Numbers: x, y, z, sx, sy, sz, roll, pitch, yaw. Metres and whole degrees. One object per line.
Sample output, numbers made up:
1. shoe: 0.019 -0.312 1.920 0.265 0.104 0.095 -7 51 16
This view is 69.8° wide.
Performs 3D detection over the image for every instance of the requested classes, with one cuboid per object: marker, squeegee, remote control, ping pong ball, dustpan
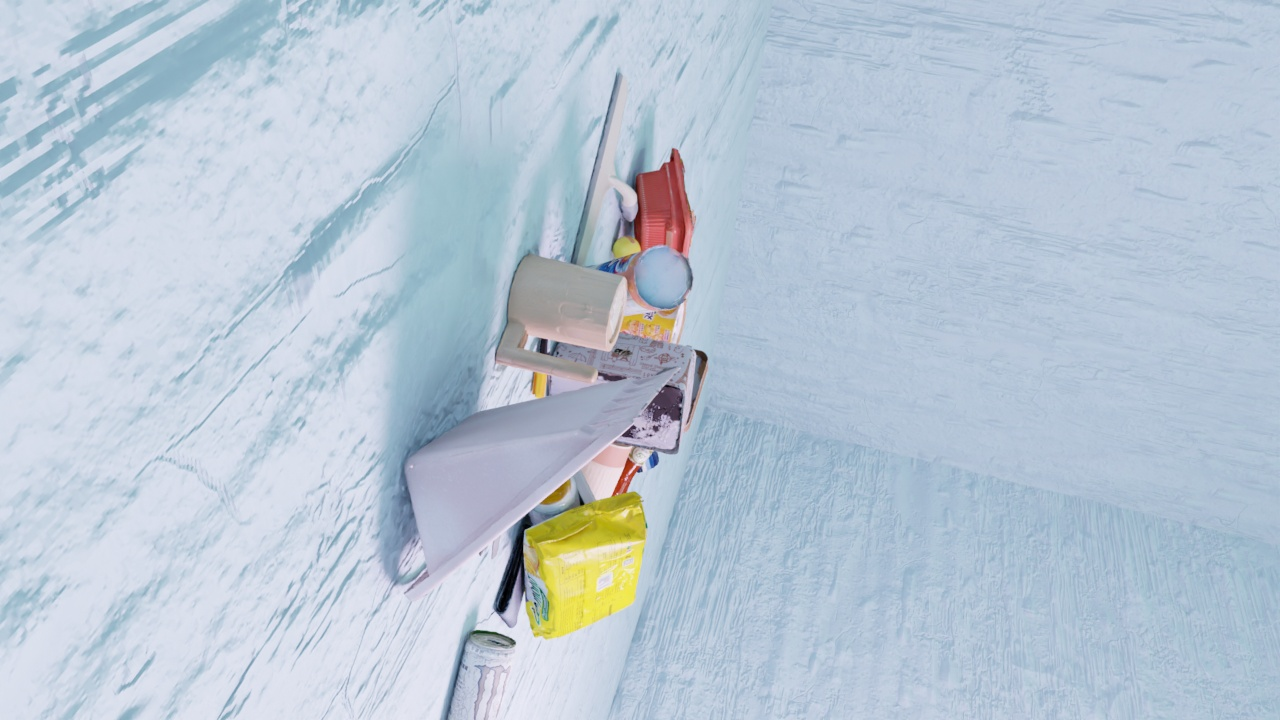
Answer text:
1. marker: -0.112 -0.015 1.060 0.018 0.015 0.124 -54 153 -72
2. squeegee: -0.023 -0.220 1.235 0.246 0.039 0.246 29 75 -81
3. remote control: -0.082 0.175 1.244 0.056 0.019 0.135 89 -25 -52
4. ping pong ball: -0.020 -0.160 1.333 0.040 0.040 0.040 15 89 -81
5. dustpan: -0.086 0.112 0.801 0.222 0.274 0.139 -37 114 -72

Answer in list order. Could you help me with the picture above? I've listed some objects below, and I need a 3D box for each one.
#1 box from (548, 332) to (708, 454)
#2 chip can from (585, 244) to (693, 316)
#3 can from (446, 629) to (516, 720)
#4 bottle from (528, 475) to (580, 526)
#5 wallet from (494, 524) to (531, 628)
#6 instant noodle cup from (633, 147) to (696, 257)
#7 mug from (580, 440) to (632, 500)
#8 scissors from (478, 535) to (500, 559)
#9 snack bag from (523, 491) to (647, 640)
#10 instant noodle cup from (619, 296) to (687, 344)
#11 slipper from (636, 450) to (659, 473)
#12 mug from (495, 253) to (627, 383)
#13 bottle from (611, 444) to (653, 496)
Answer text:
1. box: -0.007 0.007 1.209 0.157 0.183 0.192 94 11 -47
2. chip can: -0.016 -0.084 1.049 0.215 0.071 0.071 -1 -106 68
3. can: -0.185 0.387 1.045 0.058 0.058 0.146 31 73 -81
4. bottle: -0.111 0.199 1.202 0.190 0.068 0.067 89 17 -59
5. wallet: -0.159 0.281 1.197 0.097 0.019 0.120 89 15 -65
6. instant noodle cup: 0.033 -0.205 1.378 0.165 0.079 0.188 93 -8 -48
7. mug: -0.074 0.149 1.341 0.114 0.081 0.106 39 -70 60
8. scissors: -0.147 0.136 1.045 0.178 0.019 0.170 -57 158 -69
9. snack bag: -0.069 0.271 1.191 0.068 0.157 0.247 55 -26 34
10. instant noodle cup: 0.008 -0.060 1.438 0.138 0.110 0.138 15 89 -80
11. slipper: -0.041 0.086 1.425 0.105 0.095 0.253 60 -6 46
12. mug: -0.078 -0.041 0.931 0.084 0.103 0.124 85 20 -64
13. bottle: -0.039 0.181 1.394 0.206 0.060 0.059 -49 177 13
